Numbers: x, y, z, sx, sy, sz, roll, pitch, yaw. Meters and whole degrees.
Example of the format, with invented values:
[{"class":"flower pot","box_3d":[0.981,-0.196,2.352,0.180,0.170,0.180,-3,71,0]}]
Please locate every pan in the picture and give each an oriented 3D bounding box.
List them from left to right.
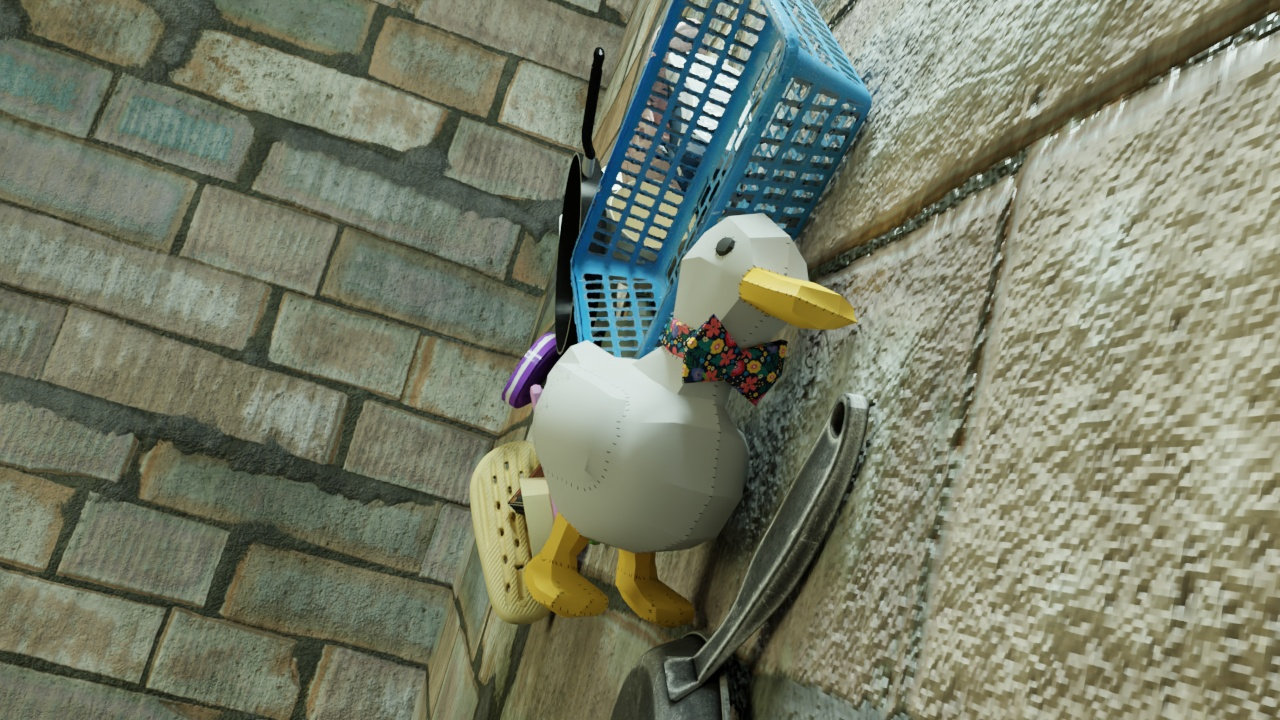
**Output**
[{"class":"pan","box_3d":[-0.059,-0.166,0.990,0.225,0.034,0.357,-97,16,-46]},{"class":"pan","box_3d":[0.038,0.175,0.507,0.187,0.055,0.357,-103,28,-70]}]

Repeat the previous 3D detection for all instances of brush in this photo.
[{"class":"brush","box_3d":[-0.117,0.143,1.060,0.089,0.043,0.229,-152,53,-79]}]

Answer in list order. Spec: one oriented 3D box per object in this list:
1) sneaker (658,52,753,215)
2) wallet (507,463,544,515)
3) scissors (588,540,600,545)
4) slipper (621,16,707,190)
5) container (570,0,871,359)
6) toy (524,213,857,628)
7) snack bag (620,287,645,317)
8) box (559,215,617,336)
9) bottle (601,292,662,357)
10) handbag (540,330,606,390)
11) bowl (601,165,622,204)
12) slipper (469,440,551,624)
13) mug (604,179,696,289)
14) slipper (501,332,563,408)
[{"class":"sneaker","box_3d":[0.063,-0.236,0.935,0.235,0.089,0.088,-91,16,-48]},{"class":"wallet","box_3d":[-0.111,0.145,1.166,0.072,0.019,0.122,-7,37,53]},{"class":"scissors","box_3d":[-0.043,0.120,0.905,0.159,0.025,0.172,-57,-21,-34]},{"class":"slipper","box_3d":[0.039,-0.271,1.064,0.064,0.094,0.240,43,138,36]},{"class":"container","box_3d":[0.046,-0.132,0.736,0.256,0.089,0.363,-100,28,-45]},{"class":"toy","box_3d":[0.012,0.032,0.591,0.247,0.140,0.267,19,91,55]},{"class":"snack bag","box_3d":[-0.005,-0.097,1.211,0.075,0.018,0.155,131,155,-65]},{"class":"box","box_3d":[-0.093,-0.107,1.259,0.083,0.122,0.215,-27,41,32]},{"class":"bottle","box_3d":[-0.005,0.005,0.907,0.206,0.071,0.072,-85,17,-50]},{"class":"handbag","box_3d":[-0.052,0.034,1.128,0.125,0.114,0.154,-51,2,-16]},{"class":"bowl","box_3d":[0.004,-0.228,1.206,0.117,0.118,0.062,-88,-24,-55]},{"class":"slipper","box_3d":[-0.159,0.227,1.190,0.079,0.111,0.261,87,172,-50]},{"class":"mug","box_3d":[0.011,-0.137,1.022,0.120,0.096,0.100,-35,-17,-30]},{"class":"slipper","box_3d":[-0.111,0.027,1.312,0.107,0.084,0.266,-59,-4,5]}]
